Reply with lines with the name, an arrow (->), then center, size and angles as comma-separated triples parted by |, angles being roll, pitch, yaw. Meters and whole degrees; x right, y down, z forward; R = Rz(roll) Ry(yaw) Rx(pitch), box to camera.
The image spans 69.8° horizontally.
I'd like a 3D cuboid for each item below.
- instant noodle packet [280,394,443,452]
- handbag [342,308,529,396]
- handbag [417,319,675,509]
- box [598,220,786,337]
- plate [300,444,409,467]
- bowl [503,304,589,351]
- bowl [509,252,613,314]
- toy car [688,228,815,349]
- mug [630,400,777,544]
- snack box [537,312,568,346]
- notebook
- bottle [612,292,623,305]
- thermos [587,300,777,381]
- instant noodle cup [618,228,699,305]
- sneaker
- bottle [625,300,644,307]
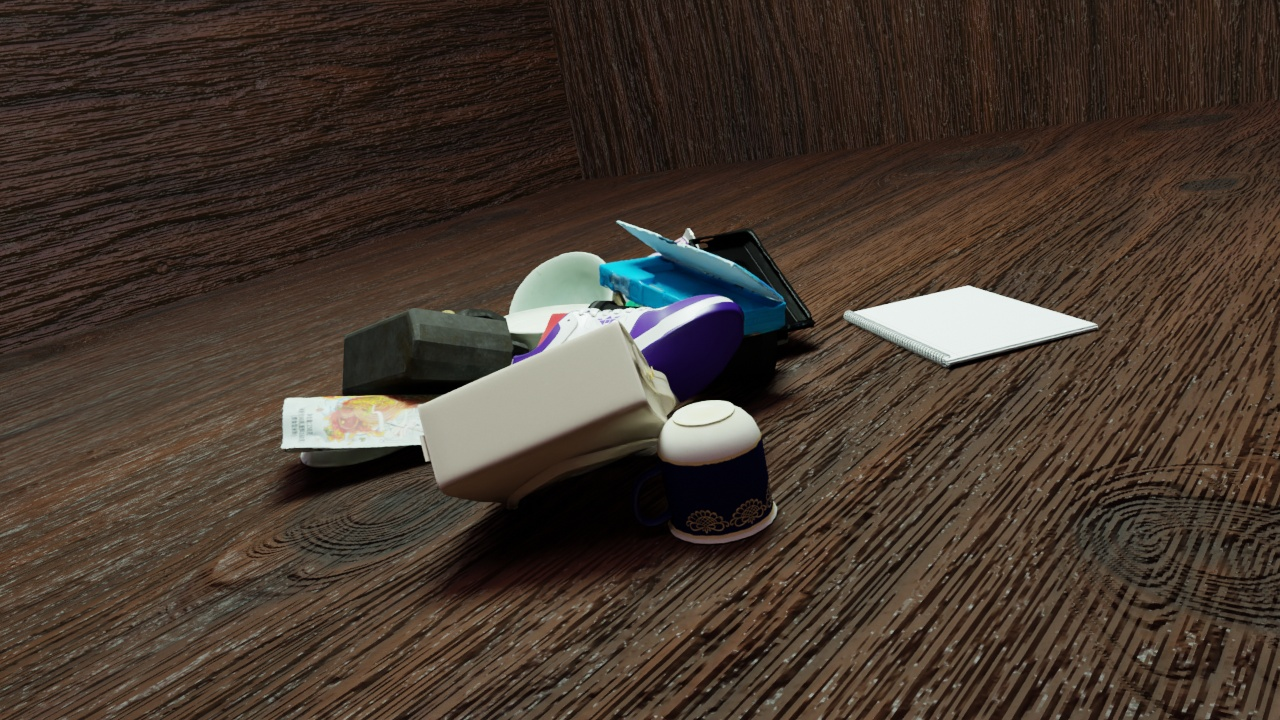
instant noodle packet -> -0.253, 0.061, 1.020 | 0.269, 0.057, 0.147 | -4, 18, -16
handbag -> -0.230, -0.010, 1.118 | 0.199, 0.102, 0.198 | 7, -13, -40
handbag -> -0.062, 0.064, 0.781 | 0.195, 0.101, 0.198 | -23, -23, 6
box -> 0.050, -0.097, 0.999 | 0.091, 0.085, 0.243 | -12, 24, -28
plate -> -0.322, 0.087, 1.080 | 0.157, 0.014, 0.156 | -10, 17, 3
bowl -> -0.104, -0.030, 1.216 | 0.177, 0.058, 0.176 | -4, 14, 1
bowl -> -0.103, -0.069, 1.343 | 0.174, 0.068, 0.174 | -12, 58, 20
toy car -> 0.130, -0.078, 1.140 | 0.094, 0.071, 0.191 | -11, 48, -18
mug -> 0.044, 0.084, 0.709 | 0.112, 0.089, 0.085 | -14, 17, -7
snack box -> -0.055, 0.017, 0.953 | 0.145, 0.040, 0.142 | 1, 60, 36
notebook -> 0.366, -0.046, 1.060 | 0.178, 0.013, 0.245 | -13, 17, -9
bottle -> -0.007, -0.122, 1.485 | 0.056, 0.056, 0.160 | -7, 17, 16
thermos -> 0.040, -0.016, 1.039 | 0.219, 0.106, 0.105 | 1, 20, 22
instant noodle cup -> 0.031, -0.111, 1.322 | 0.122, 0.137, 0.121 | -22, 44, -3
sneaker -> -0.022, -0.009, 0.864 | 0.244, 0.092, 0.111 | -27, 49, 10
bottle -> 0.085, -0.073, 1.241 | 0.210, 0.068, 0.068 | -7, 17, 15
